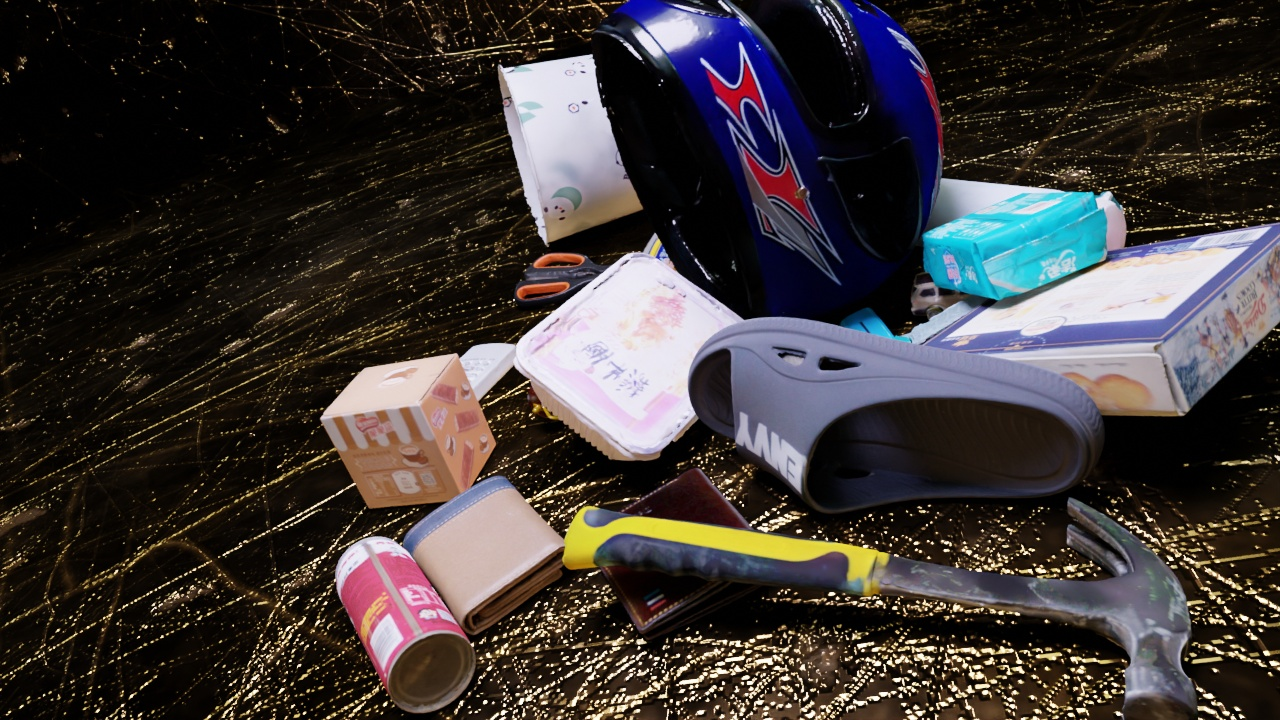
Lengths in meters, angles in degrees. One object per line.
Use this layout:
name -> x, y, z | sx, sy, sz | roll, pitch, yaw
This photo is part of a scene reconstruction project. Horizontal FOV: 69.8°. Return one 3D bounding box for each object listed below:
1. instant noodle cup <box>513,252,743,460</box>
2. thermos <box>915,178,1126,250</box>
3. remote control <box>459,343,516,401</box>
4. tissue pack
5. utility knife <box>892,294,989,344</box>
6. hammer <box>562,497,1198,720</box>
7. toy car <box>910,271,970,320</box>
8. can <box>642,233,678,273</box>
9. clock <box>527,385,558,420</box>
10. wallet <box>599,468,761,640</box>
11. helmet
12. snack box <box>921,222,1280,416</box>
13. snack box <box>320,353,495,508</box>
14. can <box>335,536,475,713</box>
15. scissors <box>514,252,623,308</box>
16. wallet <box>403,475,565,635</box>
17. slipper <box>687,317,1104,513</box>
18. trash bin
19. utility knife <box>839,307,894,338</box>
instant noodle cup -> -0.004, 0.004, 0.725 | 0.138, 0.060, 0.173 | 37, 52, 12
thermos -> 0.306, -0.120, 0.804 | 0.073, 0.073, 0.224 | -32, 30, -24
remote control -> -0.176, 0.028, 0.879 | 0.058, 0.021, 0.149 | -1, 31, 30
tissue pack -> 0.269, -0.085, 0.674 | 0.093, 0.050, 0.133 | -23, 10, 3
utility knife -> 0.166, 0.003, 0.685 | 0.223, 0.013, 0.029 | -30, 33, -3
hammer -> 0.110, 0.113, 0.498 | 0.324, 0.032, 0.125 | 3, 32, 24
toy car -> 0.266, -0.055, 0.742 | 0.091, 0.035, 0.042 | -2, 33, 23
can -> 0.042, -0.093, 0.923 | 0.075, 0.049, 0.147 | -2, 35, 21
clock -> -0.056, 0.013, 0.795 | 0.082, 0.055, 0.121 | -13, 29, 9
wallet -> 0.022, 0.120, 0.589 | 0.096, 0.020, 0.122 | -25, 26, -11
helmet -> 0.122, -0.189, 0.763 | 0.240, 0.316, 0.247 | -34, 39, -10
snack box -> 0.294, -0.025, 0.588 | 0.182, 0.046, 0.178 | -30, 13, -28
snack box -> -0.186, 0.058, 0.749 | 0.093, 0.094, 0.076 | -8, 29, 20
can -> -0.153, 0.162, 0.581 | 0.053, 0.053, 0.133 | -30, 29, -21
scissors -> -0.039, -0.082, 1.009 | 0.235, 0.022, 0.142 | 17, 52, 39
wallet -> -0.107, 0.131, 0.636 | 0.090, 0.033, 0.115 | -33, 31, -20
slipper -> 0.134, 0.042, 0.568 | 0.269, 0.111, 0.083 | 8, 41, 34
trash bin -> -0.032, -0.288, 1.170 | 0.251, 0.230, 0.229 | -16, 27, -8
utility knife -> 0.194, 0.008, 0.688 | 0.034, 0.018, 0.194 | -18, 29, 0
